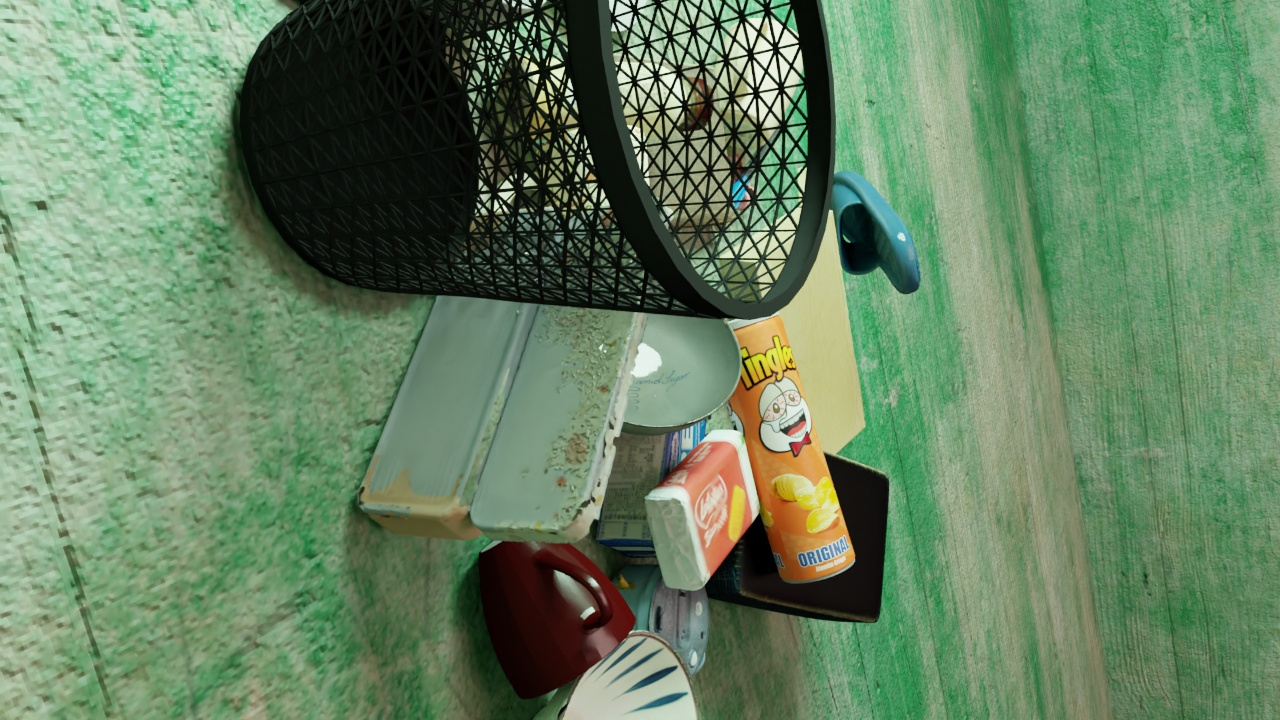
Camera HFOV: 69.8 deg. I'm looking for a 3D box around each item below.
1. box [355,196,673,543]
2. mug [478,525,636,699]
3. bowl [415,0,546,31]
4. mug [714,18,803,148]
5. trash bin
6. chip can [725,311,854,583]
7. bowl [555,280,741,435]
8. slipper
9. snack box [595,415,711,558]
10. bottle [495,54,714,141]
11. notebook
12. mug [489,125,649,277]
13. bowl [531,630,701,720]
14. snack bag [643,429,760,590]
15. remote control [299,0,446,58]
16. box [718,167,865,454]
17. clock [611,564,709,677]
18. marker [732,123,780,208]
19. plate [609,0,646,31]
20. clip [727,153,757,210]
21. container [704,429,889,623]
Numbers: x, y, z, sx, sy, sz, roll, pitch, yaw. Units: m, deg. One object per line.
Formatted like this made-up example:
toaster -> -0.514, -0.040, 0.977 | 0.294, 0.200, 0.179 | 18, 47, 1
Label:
box -> -0.065, 0.000, 0.530 | 0.043, 0.149, 0.215 | 60, 39, -52
mug -> -0.055, 0.144, 0.565 | 0.086, 0.114, 0.088 | -32, 90, -37
bowl -> -0.119, -0.265, 0.564 | 0.131, 0.064, 0.131 | 31, 52, -49
mug -> 0.107, -0.273, 0.887 | 0.111, 0.085, 0.104 | 69, 38, -68
trash bin -> -0.057, -0.124, 0.464 | 0.216, 0.244, 0.217 | 3, 87, -57
chip can -> 0.111, 0.067, 0.734 | 0.062, 0.062, 0.210 | -21, 94, -56
bowl -> -0.004, 0.004, 0.671 | 0.150, 0.151, 0.057 | -57, 171, -44
slipper -> 0.232, -0.134, 0.960 | 0.213, 0.059, 0.104 | -108, 176, -62
snack box -> 0.017, 0.041, 0.731 | 0.059, 0.060, 0.226 | 41, 52, -51
bottle -> -0.021, -0.187, 0.662 | 0.161, 0.057, 0.056 | -9, 92, -34
notebook -> 0.020, -0.164, 0.791 | 0.214, 0.035, 0.190 | -20, 102, -56
mug -> -0.046, -0.103, 0.643 | 0.121, 0.081, 0.097 | -10, 87, -24
bowl -> -0.031, 0.268, 0.605 | 0.177, 0.071, 0.177 | 15, 71, -54
snack bag -> 0.048, 0.109, 0.681 | 0.115, 0.036, 0.077 | -36, 117, -54
remote control -> -0.161, -0.214, 0.548 | 0.124, 0.010, 0.039 | 8, 78, -57
box -> 0.175, -0.043, 0.945 | 0.260, 0.097, 0.248 | -56, 139, -52
clock -> 0.019, 0.201, 0.712 | 0.124, 0.052, 0.088 | 25, 63, -53
marker -> 0.109, -0.187, 0.907 | 0.015, 0.018, 0.123 | 35, 76, -12
plate -> -0.048, -0.349, 0.734 | 0.172, 0.019, 0.172 | 14, 73, -55
clip -> 0.097, -0.180, 0.925 | 0.035, 0.022, 0.058 | -34, 107, -51
container -> 0.137, 0.151, 0.824 | 0.187, 0.071, 0.145 | 20, 70, -33
